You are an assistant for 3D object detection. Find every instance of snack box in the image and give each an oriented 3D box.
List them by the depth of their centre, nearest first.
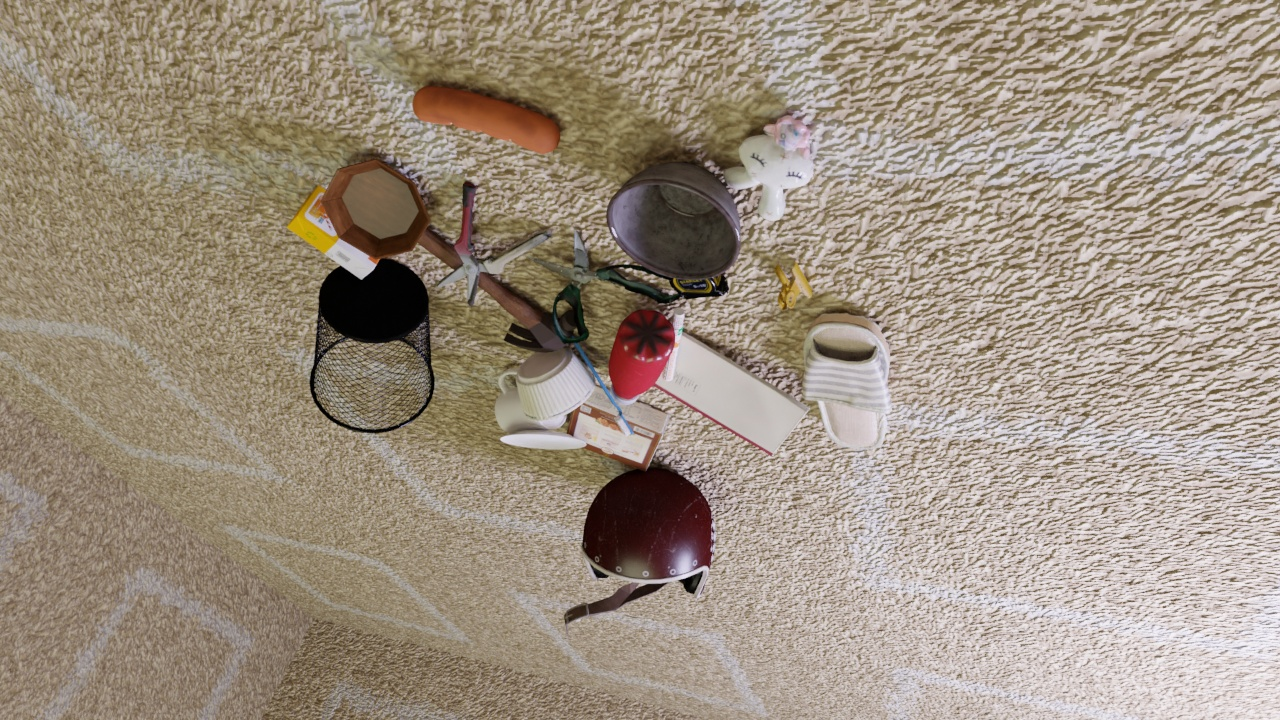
[{"bbox_3d":[-0.039,0.106,1.438,0.143,0.041,0.147,21,148,1],"label":"snack box"}]

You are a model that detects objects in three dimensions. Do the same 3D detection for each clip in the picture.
[{"bbox_3d":[0.168,-0.081,1.039,0.054,0.048,0.046,51,179,-40],"label":"clip"}]

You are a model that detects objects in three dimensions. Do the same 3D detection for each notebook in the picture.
[{"bbox_3d":[0.113,0.046,1.253,0.209,0.012,0.153,31,149,5],"label":"notebook"}]

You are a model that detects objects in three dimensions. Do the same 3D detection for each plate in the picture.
[{"bbox_3d":[-0.325,-0.190,1.138,0.131,0.025,0.131,2,123,3],"label":"plate"},{"bbox_3d":[-0.152,0.123,1.444,0.134,0.011,0.135,3,165,1],"label":"plate"}]

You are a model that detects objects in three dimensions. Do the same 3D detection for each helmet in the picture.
[{"bbox_3d":[0.006,0.306,1.519,0.233,0.233,0.254,6,127,13],"label":"helmet"}]

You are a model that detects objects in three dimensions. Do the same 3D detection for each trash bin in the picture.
[{"bbox_3d":[-0.385,-0.026,1.326,0.184,0.183,0.211,22,143,-1],"label":"trash bin"}]

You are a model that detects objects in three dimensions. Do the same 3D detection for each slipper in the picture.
[{"bbox_3d":[0.263,0.040,1.157,0.114,0.053,0.273,13,149,24],"label":"slipper"}]

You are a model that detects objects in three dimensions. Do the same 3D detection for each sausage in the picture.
[{"bbox_3d":[-0.163,-0.257,0.969,0.164,0.039,0.044,17,151,7],"label":"sausage"}]

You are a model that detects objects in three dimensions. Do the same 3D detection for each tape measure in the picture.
[{"bbox_3d":[0.065,-0.100,1.075,0.062,0.034,0.061,-2,144,31],"label":"tape measure"}]

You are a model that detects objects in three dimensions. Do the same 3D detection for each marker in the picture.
[{"bbox_3d":[0.043,-0.020,1.203,0.017,0.017,0.146,17,146,7],"label":"marker"}]

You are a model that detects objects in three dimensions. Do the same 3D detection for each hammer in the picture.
[{"bbox_3d":[-0.225,-0.116,1.226,0.323,0.033,0.116,38,141,-24],"label":"hammer"}]

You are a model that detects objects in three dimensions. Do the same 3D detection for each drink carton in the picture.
[{"bbox_3d":[-0.396,-0.167,1.221,0.122,0.058,0.040,38,145,-24],"label":"drink carton"}]

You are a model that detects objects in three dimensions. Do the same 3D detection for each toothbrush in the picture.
[{"bbox_3d":[-0.058,0.037,1.304,0.166,0.014,0.016,58,170,-8],"label":"toothbrush"}]

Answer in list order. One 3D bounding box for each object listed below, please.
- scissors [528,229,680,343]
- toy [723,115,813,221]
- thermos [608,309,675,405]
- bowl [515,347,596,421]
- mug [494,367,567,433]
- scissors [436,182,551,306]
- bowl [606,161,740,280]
[{"bbox_3d":[-0.043,-0.082,1.163,0.205,0.015,0.202,11,140,10],"label":"scissors"},{"bbox_3d":[0.129,-0.191,0.899,0.079,0.037,0.123,29,145,0],"label":"toy"},{"bbox_3d":[-0.007,0.007,1.234,0.073,0.073,0.240,22,159,0],"label":"thermos"},{"bbox_3d":[-0.129,0.027,1.317,0.116,0.115,0.062,-4,126,34],"label":"bowl"},{"bbox_3d":[-0.179,0.060,1.432,0.091,0.073,0.110,-10,116,40],"label":"mug"},{"bbox_3d":[-0.193,-0.141,1.155,0.179,0.015,0.199,3,134,14],"label":"scissors"},{"bbox_3d":[0.043,-0.158,0.970,0.145,0.067,0.145,15,148,10],"label":"bowl"}]
